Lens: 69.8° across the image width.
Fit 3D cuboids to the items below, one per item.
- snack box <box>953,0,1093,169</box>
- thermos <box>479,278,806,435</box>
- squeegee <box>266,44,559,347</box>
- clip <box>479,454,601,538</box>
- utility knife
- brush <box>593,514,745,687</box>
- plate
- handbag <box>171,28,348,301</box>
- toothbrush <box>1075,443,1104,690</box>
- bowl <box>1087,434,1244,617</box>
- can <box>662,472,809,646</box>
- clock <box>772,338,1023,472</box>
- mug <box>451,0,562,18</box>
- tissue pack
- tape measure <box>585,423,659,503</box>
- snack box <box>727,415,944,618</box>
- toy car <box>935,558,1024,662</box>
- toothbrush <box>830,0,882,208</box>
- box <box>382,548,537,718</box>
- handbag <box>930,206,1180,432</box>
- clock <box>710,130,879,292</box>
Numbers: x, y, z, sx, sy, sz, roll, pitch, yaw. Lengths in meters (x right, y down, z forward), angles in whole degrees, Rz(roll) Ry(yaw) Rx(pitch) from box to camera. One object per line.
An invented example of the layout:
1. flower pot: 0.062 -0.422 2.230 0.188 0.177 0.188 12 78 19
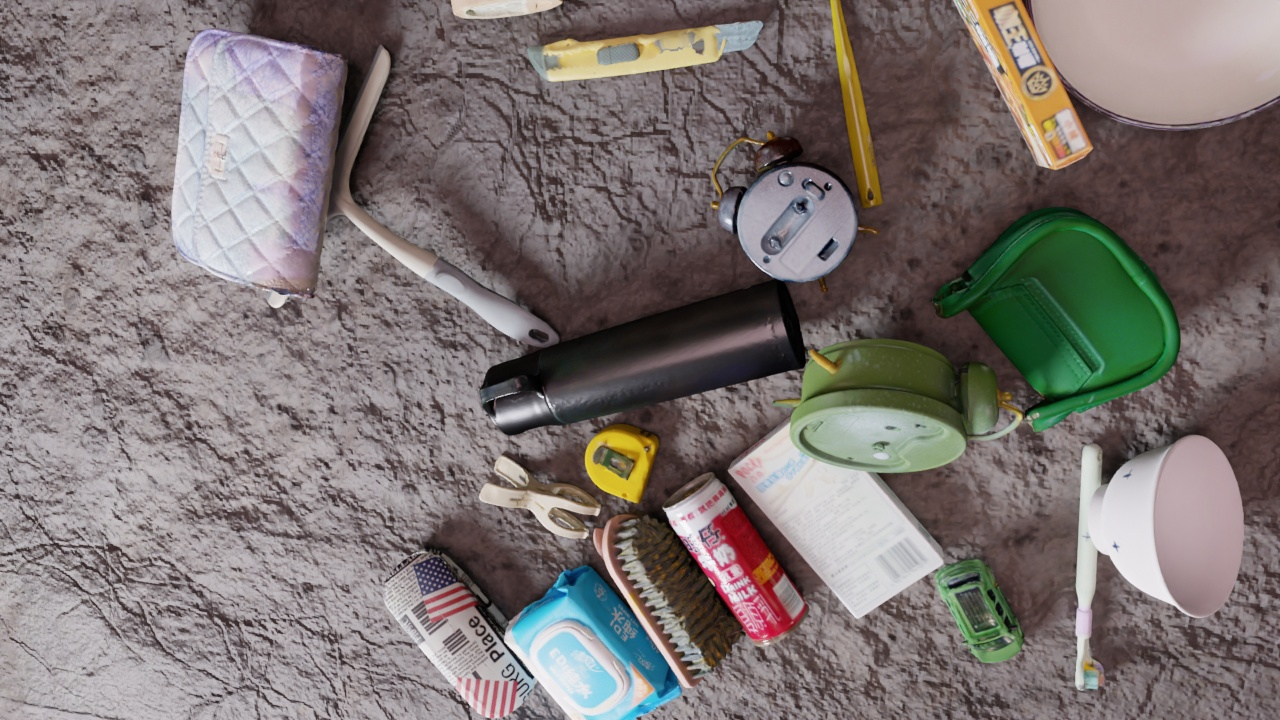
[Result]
1. snack box: 0.235 -0.195 0.581 0.026 0.075 0.154 -27 95 19
2. thermos: -0.004 0.004 0.689 0.243 0.090 0.068 -16 86 18
3. squeegee: -0.172 -0.079 0.741 0.246 0.039 0.247 35 110 4
4. clip: -0.082 0.116 0.763 0.097 0.060 0.034 27 109 -4
5. utility knife: 0.001 -0.227 0.672 0.178 0.019 0.031 -4 108 12
6. brush: 0.016 0.189 0.748 0.145 0.063 0.073 55 141 -1
7. plate: 0.336 -0.240 0.561 0.192 0.039 0.192 4 104 15
8. handbag: -0.304 -0.157 0.729 0.134 0.075 0.194 17 105 21
9. toothbrush: 0.330 0.152 0.673 0.020 0.029 0.189 12 110 55
10. bowl: 0.349 0.110 0.625 0.065 0.118 0.118 -6 105 56
11. can: 0.075 0.156 0.724 0.053 0.053 0.133 -34 93 20
12. clock: 0.180 0.035 0.631 0.161 0.116 0.056 11 66 -3
13. mug: -0.081 -0.304 0.646 0.124 0.084 0.103 -10 104 -10
14. tissue pack: -0.042 0.248 0.774 0.090 0.063 0.140 -41 90 20
15. tape measure: -0.017 0.082 0.744 0.057 0.028 0.060 20 108 10
16. snack box: 0.150 0.116 0.708 0.085 0.026 0.157 -41 91 21
17. toy car: 0.255 0.191 0.689 0.043 0.036 0.091 -27 110 19
18. toothbrush: 0.143 -0.200 0.635 0.016 0.016 0.190 -10 101 18
19. box: -0.156 0.237 0.796 0.075 0.077 0.163 -39 88 15
20. handbag: 0.279 -0.029 0.614 0.120 0.067 0.131 -41 90 21
21. clock: 0.103 -0.108 0.650 0.122 0.055 0.082 41 111 4
